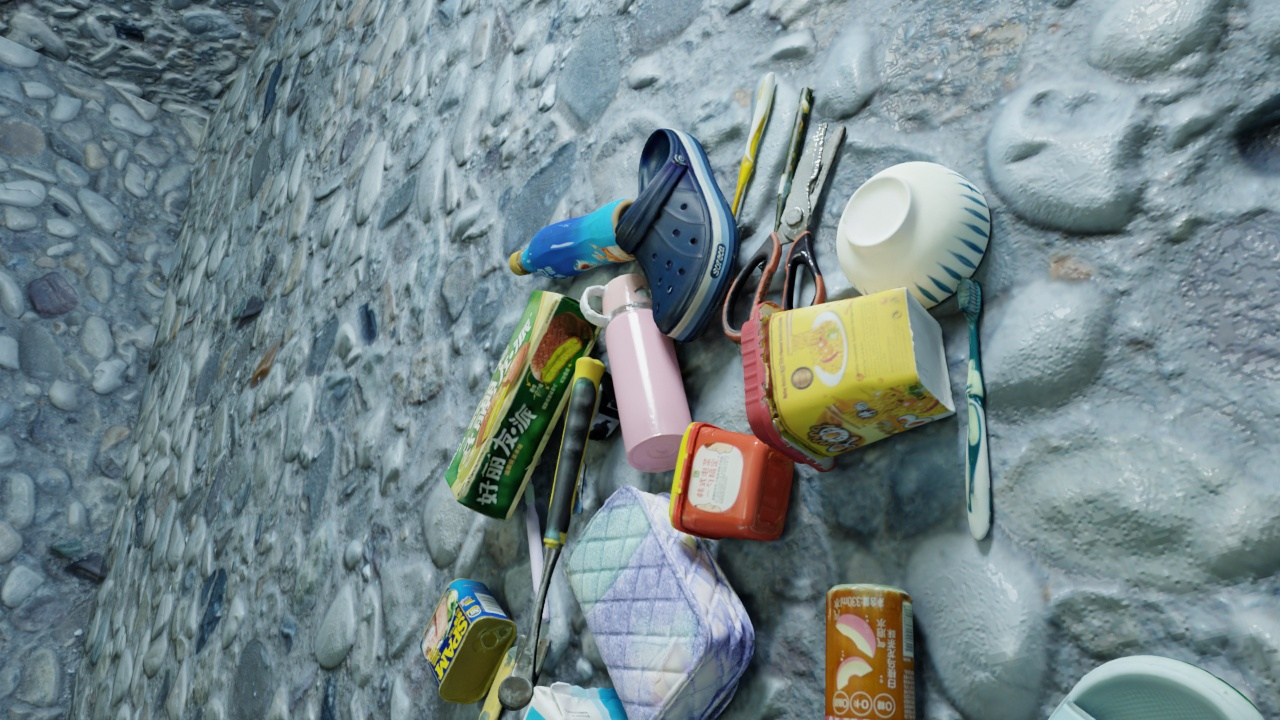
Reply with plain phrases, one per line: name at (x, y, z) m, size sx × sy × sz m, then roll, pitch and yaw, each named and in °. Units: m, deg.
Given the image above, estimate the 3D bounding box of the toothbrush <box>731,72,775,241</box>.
toothbrush at (0.108, -0.193, 0.890) m, size 0.018 × 0.016 × 0.191 m, roll 9°, pitch 79°, yaw 40°

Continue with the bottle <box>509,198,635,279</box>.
bottle at (-0.077, -0.129, 1.039) m, size 0.219 × 0.065 × 0.065 m, roll -8°, pitch 67°, yaw 48°

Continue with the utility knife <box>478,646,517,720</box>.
utility knife at (-0.160, 0.382, 0.937) m, size 0.031 × 0.021 × 0.198 m, roll 20°, pitch 93°, yaw 58°

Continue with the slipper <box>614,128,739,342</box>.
slipper at (0.025, -0.138, 0.887) m, size 0.105 × 0.095 × 0.252 m, roll 124°, pitch 148°, yaw -46°

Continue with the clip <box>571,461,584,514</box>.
clip at (-0.070, 0.129, 0.946) m, size 0.026 × 0.041 × 0.058 m, roll -22°, pitch 55°, yaw 45°

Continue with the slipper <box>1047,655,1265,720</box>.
slipper at (0.226, 0.262, 0.480) m, size 0.104 × 0.074 × 0.245 m, roll 36°, pitch 102°, yaw 52°

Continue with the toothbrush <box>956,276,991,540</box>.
toothbrush at (0.229, 0.028, 0.634) m, size 0.016 × 0.018 × 0.191 m, roll -16°, pitch 61°, yaw 45°

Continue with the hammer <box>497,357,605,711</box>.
hammer at (-0.080, 0.156, 0.871) m, size 0.126 × 0.032 × 0.323 m, roll 101°, pitch 180°, yaw -78°

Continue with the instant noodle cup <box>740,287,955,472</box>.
instant noodle cup at (0.152, 0.010, 0.670) m, size 0.124 × 0.116 × 0.115 m, roll -18°, pitch 59°, yaw 32°

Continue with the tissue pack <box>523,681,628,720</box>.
tissue pack at (-0.065, 0.342, 0.777) m, size 0.063 × 0.090 × 0.140 m, roll 21°, pitch 89°, yaw 52°

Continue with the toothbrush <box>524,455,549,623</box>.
toothbrush at (-0.109, 0.183, 0.965) m, size 0.029 × 0.021 × 0.189 m, roll 99°, pitch 165°, yaw -58°

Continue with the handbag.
handbag at (0.012, 0.208, 0.763) m, size 0.134 × 0.075 × 0.193 m, roll -57°, pitch 37°, yaw 22°

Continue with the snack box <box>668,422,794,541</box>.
snack box at (0.074, 0.100, 0.738) m, size 0.080 × 0.082 × 0.091 m, roll 2°, pitch 75°, yaw 40°

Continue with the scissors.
scissors at (0.142, -0.106, 0.798) m, size 0.206 × 0.015 × 0.197 m, roll -38°, pitch 54°, yaw 16°

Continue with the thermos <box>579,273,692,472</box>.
thermos at (-0.005, 0.005, 0.872) m, size 0.067 × 0.087 × 0.198 m, roll 124°, pitch 143°, yaw -45°

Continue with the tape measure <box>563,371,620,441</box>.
tape measure at (-0.048, 0.049, 0.946) m, size 0.066 × 0.033 × 0.065 m, roll -55°, pitch 38°, yaw 15°

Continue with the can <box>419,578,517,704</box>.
can at (-0.185, 0.295, 0.972) m, size 0.083 × 0.057 × 0.102 m, roll 34°, pitch 99°, yaw 54°

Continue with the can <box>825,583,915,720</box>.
can at (0.150, 0.224, 0.601) m, size 0.058 × 0.058 × 0.147 m, roll -18°, pitch 60°, yaw 45°

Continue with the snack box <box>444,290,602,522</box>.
snack box at (-0.126, 0.044, 0.981) m, size 0.240 × 0.063 × 0.114 m, roll -65°, pitch 19°, yaw -2°

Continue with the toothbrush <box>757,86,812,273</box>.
toothbrush at (0.133, -0.168, 0.844) m, size 0.012 × 0.017 × 0.185 m, roll 7°, pitch 78°, yaw 38°

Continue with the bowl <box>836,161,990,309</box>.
bowl at (0.196, -0.101, 0.697) m, size 0.117 × 0.066 × 0.116 m, roll -25°, pitch 55°, yaw 41°
